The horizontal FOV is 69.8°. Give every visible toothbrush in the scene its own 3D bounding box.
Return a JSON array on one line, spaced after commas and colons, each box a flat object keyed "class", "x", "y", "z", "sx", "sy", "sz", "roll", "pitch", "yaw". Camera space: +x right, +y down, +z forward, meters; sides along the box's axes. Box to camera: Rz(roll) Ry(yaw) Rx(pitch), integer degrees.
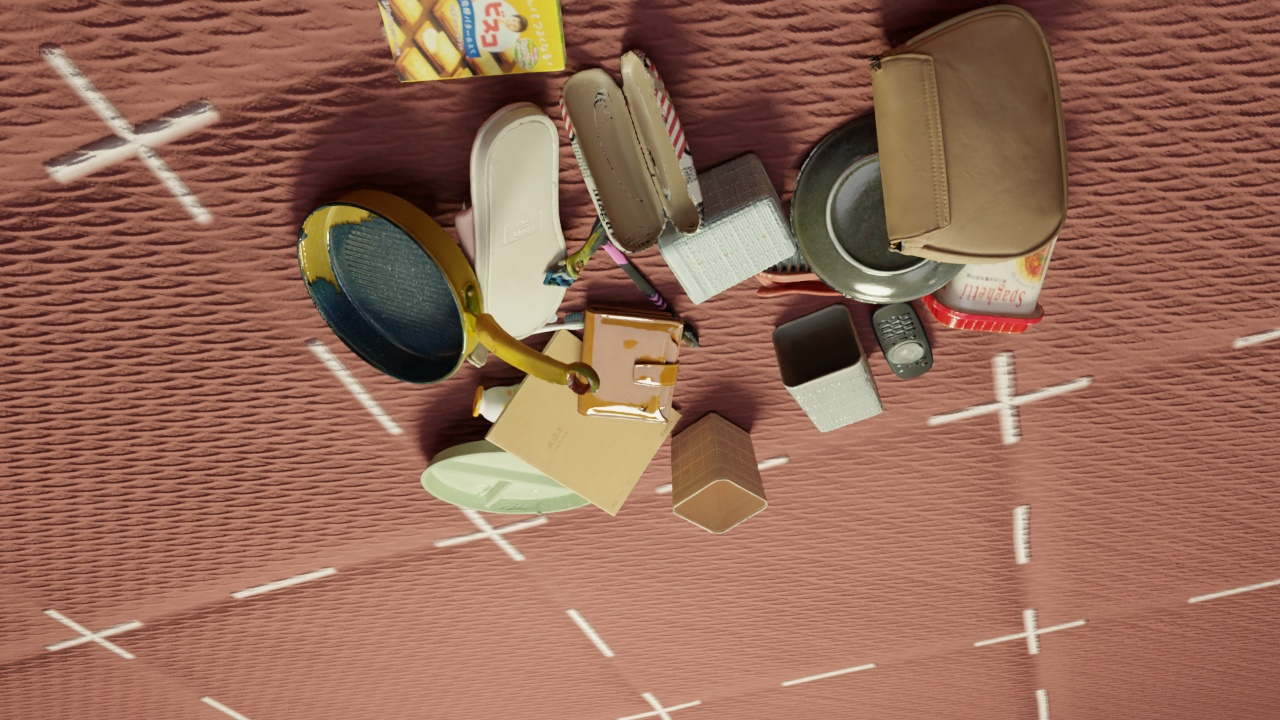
[{"class": "toothbrush", "x": 0.012, "y": -0.070, "z": 0.976, "sx": 0.014, "sy": 0.017, "sz": 0.189, "roll": -33, "pitch": 129, "yaw": 16}, {"class": "toothbrush", "x": -0.170, "y": -0.027, "z": 0.999, "sx": 0.224, "sy": 0.027, "sz": 0.026, "roll": -7, "pitch": 160, "yaw": 3}]

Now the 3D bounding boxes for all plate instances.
[{"class": "plate", "x": 0.229, "y": -0.137, "z": 0.849, "sx": 0.179, "sy": 0.024, "sz": 0.179, "roll": 4, "pitch": 108, "yaw": 12}, {"class": "plate", "x": -0.157, "y": 0.147, "z": 1.150, "sx": 0.230, "sy": 0.027, "sz": 0.230, "roll": -1, "pitch": 153, "yaw": -1}]

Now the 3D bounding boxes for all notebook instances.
[{"class": "notebook", "x": -0.060, "y": 0.076, "z": 1.063, "sx": 0.211, "sy": 0.012, "sz": 0.149, "roll": 38, "pitch": 83, "yaw": -35}]

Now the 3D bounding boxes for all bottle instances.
[{"class": "bottle", "x": -0.138, "y": 0.056, "z": 1.065, "sx": 0.108, "sy": 0.063, "sz": 0.063, "roll": 12, "pitch": 135, "yaw": -16}]

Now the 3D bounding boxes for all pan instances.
[{"class": "pan", "x": -0.175, "y": -0.040, "z": 0.827, "sx": 0.358, "sy": 0.078, "sz": 0.198, "roll": 14, "pitch": 131, "yaw": 25}]

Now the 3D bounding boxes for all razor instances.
[{"class": "razor", "x": -0.041, "y": -0.126, "z": 0.878, "sx": 0.143, "sy": 0.022, "sz": 0.042, "roll": -56, "pitch": 157, "yaw": 18}]

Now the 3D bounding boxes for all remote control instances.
[{"class": "remote control", "x": 0.296, "y": -0.027, "z": 1.039, "sx": 0.053, "sy": 0.024, "sz": 0.136, "roll": -22, "pitch": 136, "yaw": 16}]

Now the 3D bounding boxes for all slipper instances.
[{"class": "slipper", "x": -0.120, "y": -0.123, "z": 0.856, "sx": 0.114, "sy": 0.054, "sz": 0.275, "roll": -33, "pitch": 150, "yaw": -25}]

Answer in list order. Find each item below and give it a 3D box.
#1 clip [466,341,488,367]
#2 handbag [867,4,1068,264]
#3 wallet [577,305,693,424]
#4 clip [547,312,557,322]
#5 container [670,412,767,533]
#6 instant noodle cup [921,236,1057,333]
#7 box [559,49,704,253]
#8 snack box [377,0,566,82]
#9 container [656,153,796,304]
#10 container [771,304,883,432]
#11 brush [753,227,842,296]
[{"class": "clip", "x": -0.173, "y": -0.037, "z": 0.953, "sx": 0.098, "sy": 0.099, "sz": 0.035, "roll": -1, "pitch": 150, "yaw": 42}, {"class": "handbag", "x": 0.272, "y": -0.181, "z": 0.771, "sx": 0.148, "sy": 0.099, "sz": 0.204, "roll": -6, "pitch": 94, "yaw": 4}, {"class": "wallet", "x": -0.006, "y": 0.006, "z": 1.006, "sx": 0.119, "sy": 0.035, "sz": 0.131, "roll": 8, "pitch": 118, "yaw": 2}, {"class": "clip", "x": -0.117, "y": -0.053, "z": 0.980, "sx": 0.057, "sy": 0.028, "sz": 0.024, "roll": -6, "pitch": 141, "yaw": 0}, {"class": "container", "x": 0.092, "y": 0.136, "z": 1.134, "sx": 0.090, "sy": 0.110, "sz": 0.090, "roll": 31, "pitch": 127, "yaw": -32}, {"class": "instant noodle cup", "x": 0.344, "y": -0.106, "z": 0.904, "sx": 0.116, "sy": 0.116, "sz": 0.124, "roll": 5, "pitch": 124, "yaw": -10}, {"class": "box", "x": -0.007, "y": -0.173, "z": 0.783, "sx": 0.085, "sy": 0.075, "sz": 0.162, "roll": -26, "pitch": 108, "yaw": -12}, {"class": "snack box", "x": -0.133, "y": -0.273, "z": 0.734, "sx": 0.140, "sy": 0.033, "sz": 0.087, "roll": -5, "pitch": 138, "yaw": -1}, {"class": "container", "x": 0.079, "y": -0.127, "z": 0.870, "sx": 0.112, "sy": 0.090, "sz": 0.090, "roll": -23, "pitch": 135, "yaw": 15}, {"class": "container", "x": 0.215, "y": 0.014, "z": 1.032, "sx": 0.090, "sy": 0.090, "sz": 0.114, "roll": -21, "pitch": 138, "yaw": 18}, {"class": "brush", "x": 0.185, "y": -0.098, "z": 0.926, "sx": 0.146, "sy": 0.063, "sz": 0.069, "roll": -6, "pitch": 124, "yaw": 4}]
